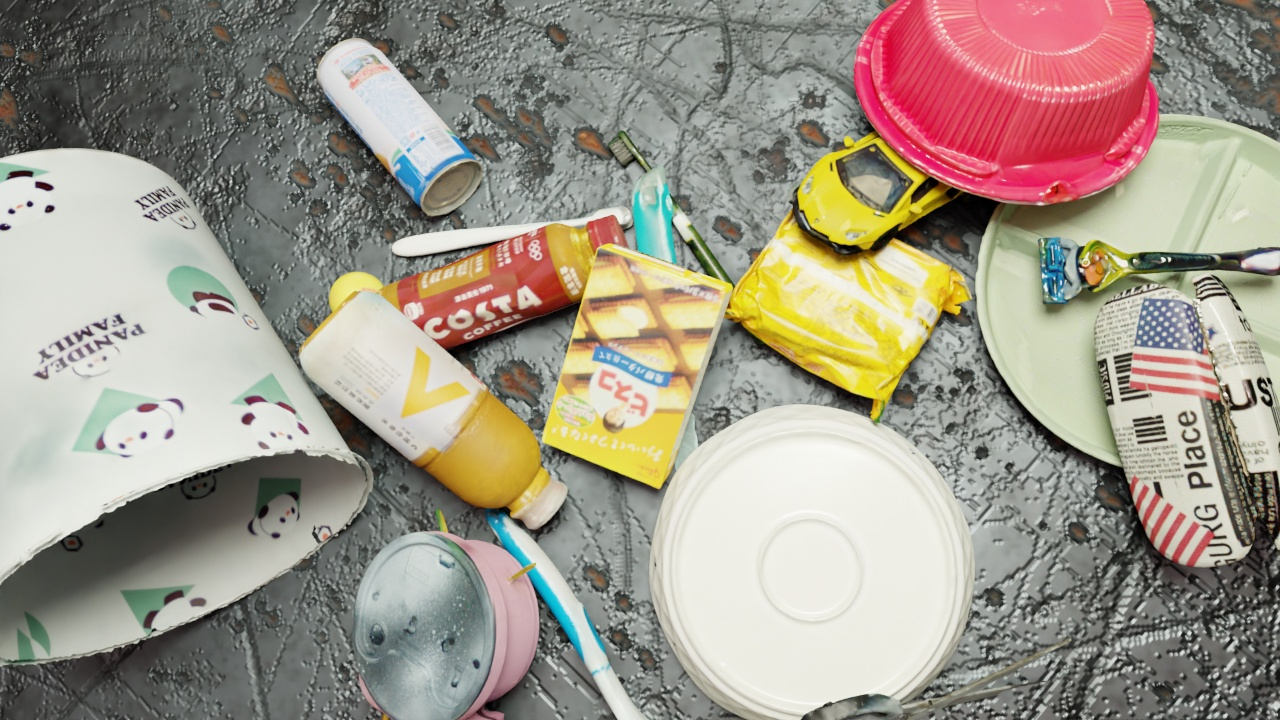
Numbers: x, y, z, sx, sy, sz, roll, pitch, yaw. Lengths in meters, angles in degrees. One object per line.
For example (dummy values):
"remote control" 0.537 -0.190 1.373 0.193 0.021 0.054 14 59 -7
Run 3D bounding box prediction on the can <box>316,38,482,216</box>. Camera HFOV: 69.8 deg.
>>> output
"can" -0.175 -0.170 0.664 0.053 0.053 0.134 -42 77 1

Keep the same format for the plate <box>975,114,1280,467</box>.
"plate" 0.327 -0.042 0.573 0.230 0.027 0.230 -2 81 10

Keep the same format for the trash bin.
"trash bin" -0.330 0.021 0.583 0.229 0.229 0.252 -34 71 3

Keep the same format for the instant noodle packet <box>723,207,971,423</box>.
"instant noodle packet" 0.133 -0.037 0.594 0.128 0.044 0.110 34 82 11

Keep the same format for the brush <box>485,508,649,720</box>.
"brush" -0.017 0.232 0.578 0.314 0.060 0.109 38 83 15

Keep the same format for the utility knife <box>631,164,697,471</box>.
"utility knife" 0.020 -0.025 0.625 0.029 0.013 0.222 -9 85 11

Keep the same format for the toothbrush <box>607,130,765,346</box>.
"toothbrush" 0.032 -0.085 0.637 0.017 0.012 0.186 -35 77 8

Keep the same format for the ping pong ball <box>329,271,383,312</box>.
"ping pong ball" -0.201 -0.043 0.654 0.040 0.040 0.040 -2 81 9

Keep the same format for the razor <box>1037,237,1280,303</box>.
"razor" 0.317 -0.058 0.552 0.143 0.022 0.042 -1 83 9

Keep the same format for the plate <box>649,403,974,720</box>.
"plate" 0.104 0.128 0.572 0.205 0.045 0.204 -1 82 8

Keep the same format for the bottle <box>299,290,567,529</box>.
"bottle" -0.127 0.037 0.591 0.189 0.068 0.068 43 89 -13

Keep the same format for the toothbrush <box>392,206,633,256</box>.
"toothbrush" -0.094 -0.091 0.659 0.180 0.016 0.016 -6 73 11

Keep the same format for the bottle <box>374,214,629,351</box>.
"bottle" -0.092 -0.052 0.629 0.175 0.057 0.057 -20 78 6

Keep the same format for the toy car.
"toy car" 0.166 -0.120 0.584 0.155 0.041 0.071 -30 69 -19

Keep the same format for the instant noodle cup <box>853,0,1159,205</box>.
"instant noodle cup" 0.232 -0.191 0.562 0.194 0.066 0.193 0 61 0

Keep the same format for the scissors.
"scissors" 0.162 0.200 0.531 0.181 0.159 0.014 -43 47 25

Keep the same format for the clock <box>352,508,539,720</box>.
"clock" -0.126 0.185 0.581 0.117 0.059 0.158 21 93 32

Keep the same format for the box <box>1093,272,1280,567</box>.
"box" 0.316 0.034 0.528 0.088 0.076 0.162 -15 81 35

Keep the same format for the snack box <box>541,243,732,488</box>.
"snack box" -0.004 0.003 0.594 0.087 0.033 0.141 21 109 11
